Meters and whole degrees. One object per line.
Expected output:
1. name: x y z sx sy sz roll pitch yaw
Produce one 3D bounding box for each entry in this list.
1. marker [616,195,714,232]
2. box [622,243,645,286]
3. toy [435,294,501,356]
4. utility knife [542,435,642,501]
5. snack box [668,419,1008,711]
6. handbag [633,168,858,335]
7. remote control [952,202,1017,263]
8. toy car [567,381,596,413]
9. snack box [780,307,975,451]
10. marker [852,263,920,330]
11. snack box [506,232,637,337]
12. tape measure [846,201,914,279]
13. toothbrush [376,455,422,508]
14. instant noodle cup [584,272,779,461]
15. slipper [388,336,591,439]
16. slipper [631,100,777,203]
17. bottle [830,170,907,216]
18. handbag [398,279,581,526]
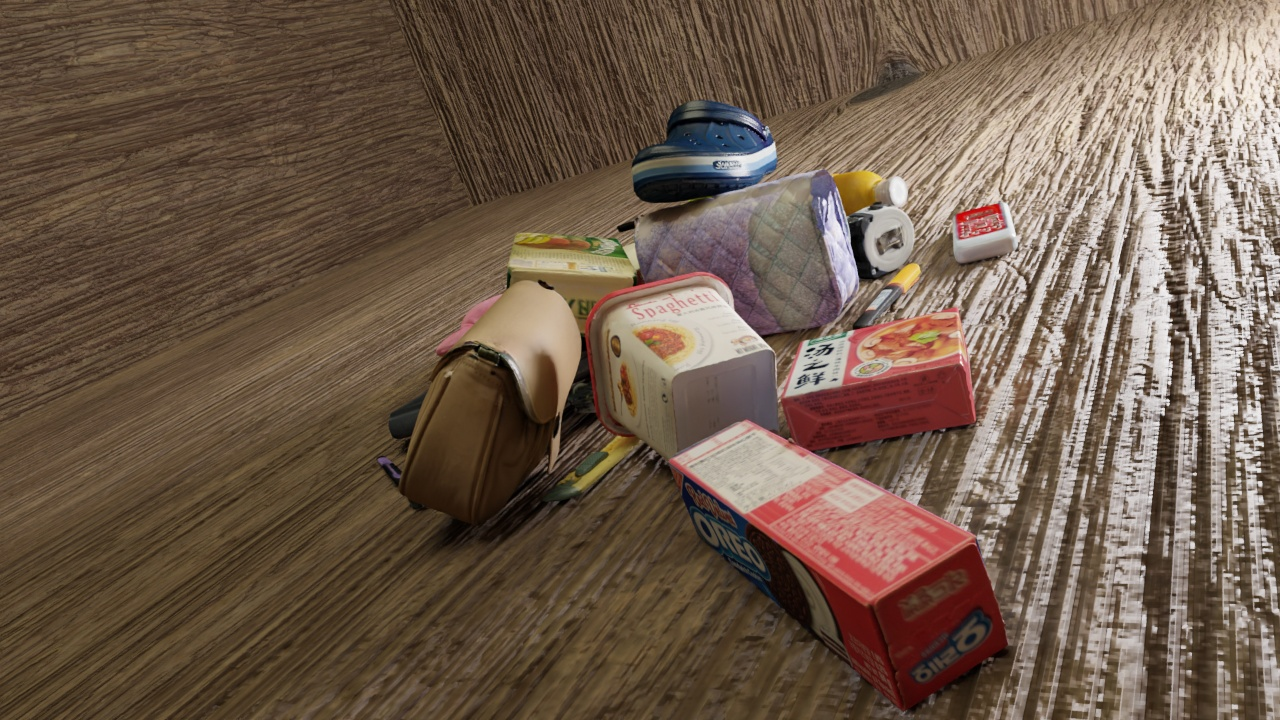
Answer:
1. marker: 0.033 -0.159 0.982 0.124 0.015 0.018 -16 13 13
2. box: -0.017 -0.100 1.105 0.091 0.079 0.168 -17 17 11
3. toy: -0.164 -0.037 1.090 0.179 0.074 0.194 -30 -1 21
4. utility knife: -0.017 0.067 0.698 0.031 0.018 0.151 2 22 38
5. snack box: 0.082 0.085 0.447 0.058 0.057 0.207 -27 18 -14
6. handbag: 0.097 -0.092 0.854 0.194 0.134 0.075 -8 21 33
7. remote control: 0.331 -0.125 0.886 0.056 0.020 0.135 -12 18 23
8. toy car: -0.015 0.021 0.802 0.105 0.031 0.049 -28 13 -26
9. snack box: 0.162 0.007 0.619 0.113 0.044 0.126 -13 18 22
10. marker: 0.217 -0.054 0.806 0.018 0.015 0.123 -6 24 43
11. snack box: -0.071 -0.079 0.896 0.114 0.063 0.240 3 14 -7
12. tape measure: 0.234 -0.119 0.899 0.066 0.066 0.033 -28 23 -18
13. toothbrush: -0.214 0.104 0.812 0.014 0.017 0.189 -14 10 -24
14. instant noodle cup: 0.034 0.011 0.645 0.116 0.117 0.124 -15 26 -18
15. slipper: -0.131 0.004 0.874 0.269 0.083 0.110 -19 3 17
16. slipper: 0.075 -0.216 0.924 0.105 0.095 0.252 -8 12 28
17. bottle: 0.237 -0.195 1.130 0.067 0.068 0.190 -32 21 -35
18. handbag: -0.103 0.031 0.699 0.100 0.148 0.204 19 23 0
